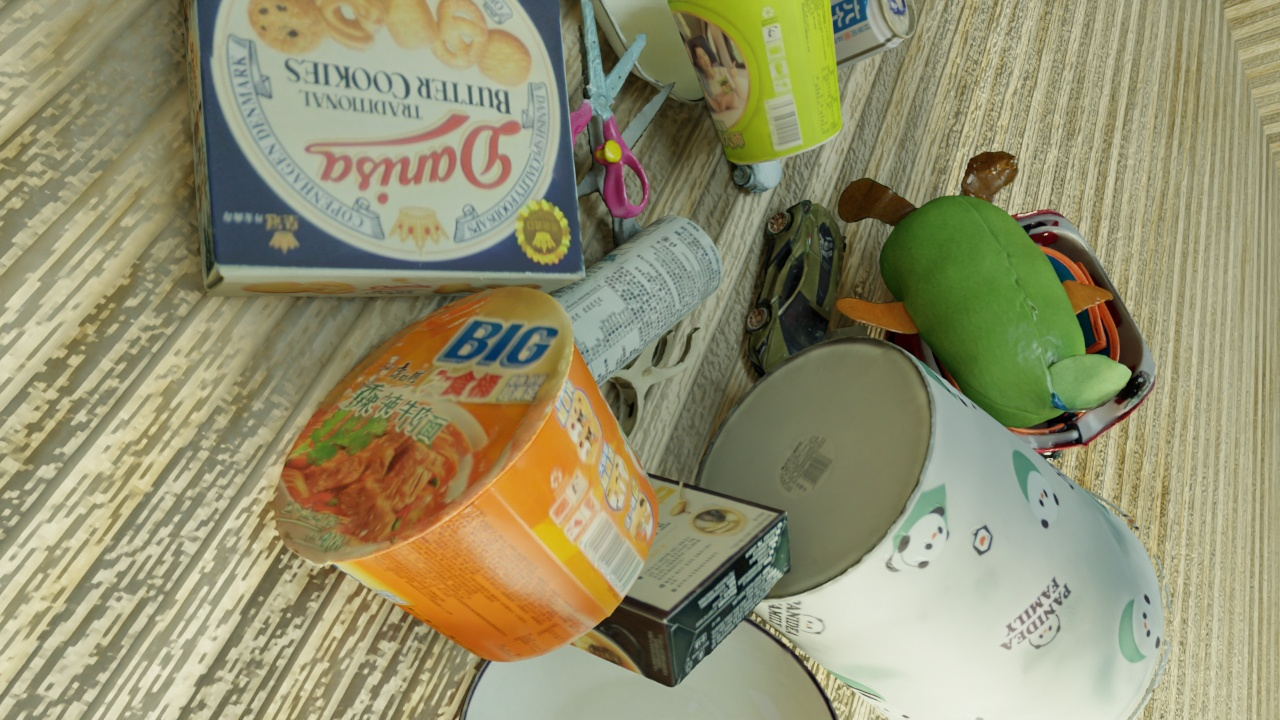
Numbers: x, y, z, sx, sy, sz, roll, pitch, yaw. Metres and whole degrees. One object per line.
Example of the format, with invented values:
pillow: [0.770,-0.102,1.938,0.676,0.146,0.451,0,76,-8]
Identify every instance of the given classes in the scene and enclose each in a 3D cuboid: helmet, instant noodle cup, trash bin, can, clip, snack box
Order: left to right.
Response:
snack box: [-0.119,-0.123,0.444,0.177,0.046,0.182,-3,85,-36]
instant noodle cup: [-0.069,0.057,0.419,0.111,0.152,0.151,55,49,-34]
can: [-0.017,-0.027,0.530,0.146,0.058,0.058,-40,112,-33]
snack box: [-0.001,0.106,0.501,0.113,0.126,0.053,-29,119,-45]
clip: [0.000,0.007,0.575,0.099,0.035,0.070,-49,118,-34]
instant noodle cup: [0.080,-0.198,0.599,0.111,0.112,0.123,-41,122,-42]
can: [0.132,-0.238,0.680,0.053,0.135,0.053,11,75,-44]
trash bin: [0.183,0.126,0.619,0.252,0.230,0.229,37,58,-29]
helmet: [0.309,-0.004,0.816,0.239,0.144,0.207,-22,78,-21]

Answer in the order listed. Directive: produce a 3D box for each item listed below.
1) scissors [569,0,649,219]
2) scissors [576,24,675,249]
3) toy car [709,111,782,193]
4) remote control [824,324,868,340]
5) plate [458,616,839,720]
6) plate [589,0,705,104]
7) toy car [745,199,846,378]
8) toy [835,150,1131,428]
scissors: [-0.031,-0.149,0.541,0.118,0.017,0.133,-11,94,-37]
scissors: [-0.020,-0.112,0.568,0.178,0.014,0.159,-53,127,-25]
toy car: [0.084,-0.172,0.694,0.042,0.034,0.090,-33,108,-48]
remote control: [0.182,0.034,0.765,0.048,0.024,0.125,-10,89,-47]
plate: [0.005,0.197,0.459,0.191,0.192,0.039,-32,138,-44]
plate: [-0.013,-0.298,0.614,0.161,0.034,0.266,-50,118,-38]
toy car: [0.122,-0.050,0.707,0.070,0.042,0.157,33,63,-37]
toy: [0.251,-0.053,0.687,0.227,0.090,0.246,-7,57,-9]
